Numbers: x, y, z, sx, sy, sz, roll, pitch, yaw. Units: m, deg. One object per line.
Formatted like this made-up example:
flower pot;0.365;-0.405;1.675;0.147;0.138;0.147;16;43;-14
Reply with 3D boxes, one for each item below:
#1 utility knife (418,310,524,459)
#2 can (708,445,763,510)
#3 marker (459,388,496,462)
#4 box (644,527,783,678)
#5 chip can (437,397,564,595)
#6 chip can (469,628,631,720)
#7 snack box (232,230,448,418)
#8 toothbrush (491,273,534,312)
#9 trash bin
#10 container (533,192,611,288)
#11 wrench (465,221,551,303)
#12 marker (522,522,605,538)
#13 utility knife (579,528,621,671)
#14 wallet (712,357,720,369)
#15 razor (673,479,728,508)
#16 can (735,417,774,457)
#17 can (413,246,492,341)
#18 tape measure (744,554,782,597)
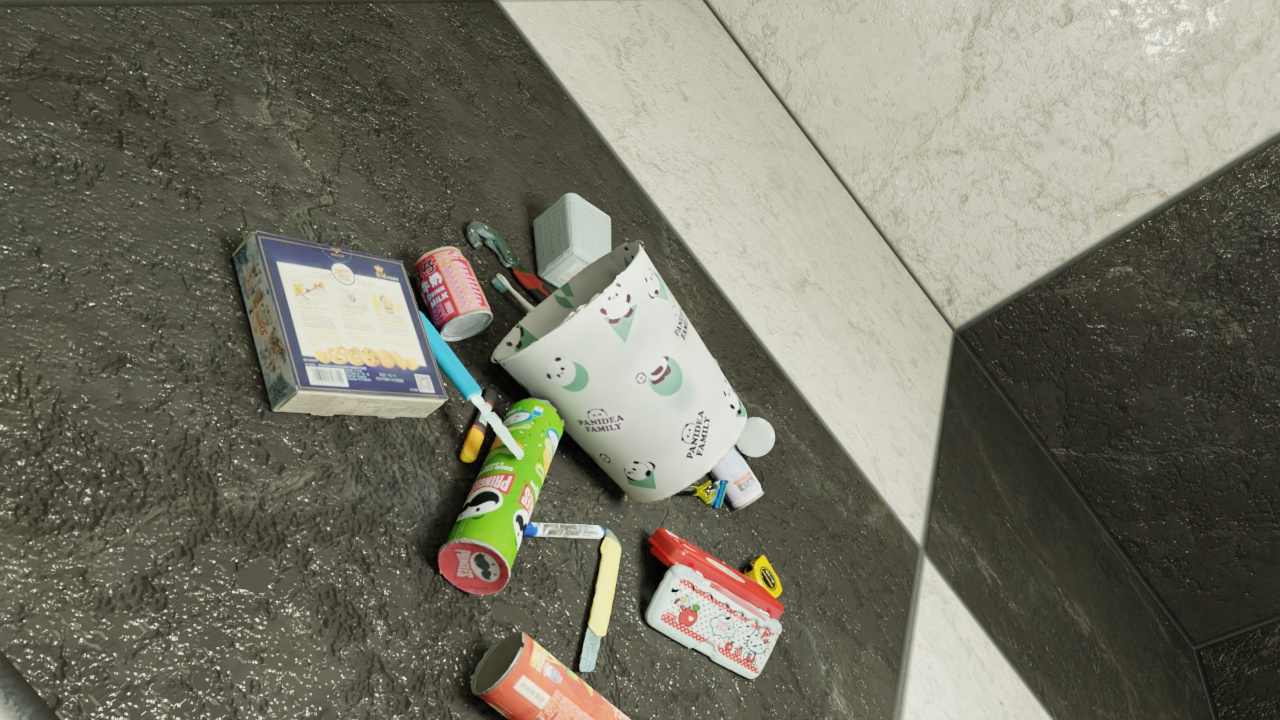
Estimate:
utility knife;-0.193;0.022;0.989;0.234;0.018;0.034;47;21;24
can;0.123;0.150;1.342;0.134;0.053;0.053;57;29;6
marker;-0.180;0.071;1.026;0.018;0.015;0.123;43;28;-22
box;0.083;0.303;1.137;0.201;0.100;0.110;35;-1;-28
chip can;-0.140;0.133;0.959;0.072;0.072;0.235;44;30;-18
chip can;-0.057;0.342;0.857;0.216;0.073;0.073;44;31;-17
snack box;-0.299;-0.032;0.927;0.177;0.046;0.182;8;53;-52
toothbrush;-0.112;-0.033;1.221;0.224;0.027;0.026;46;17;-15
trash bin;-0.016;0.022;1.119;0.252;0.230;0.229;52;29;-15
container;-0.097;-0.161;1.320;0.090;0.090;0.111;29;41;-37
wrench;-0.135;-0.088;1.256;0.273;0.016;0.056;46;30;-14
marker;-0.092;0.190;1.024;0.145;0.017;0.017;15;47;-49
utility knife;-0.042;0.263;1.016;0.031;0.021;0.201;38;26;-17
wallet;0.110;0.041;1.457;0.106;0.037;0.129;20;44;-44
razor;0.068;0.181;1.264;0.142;0.022;0.042;10;95;-47
can;0.173;0.117;1.388;0.058;0.058;0.146;59;3;9
can;-0.220;-0.078;1.070;0.066;0.067;0.093;-2;61;-56
tape measure;0.166;0.305;1.265;0.060;0.029;0.057;58;28;7
